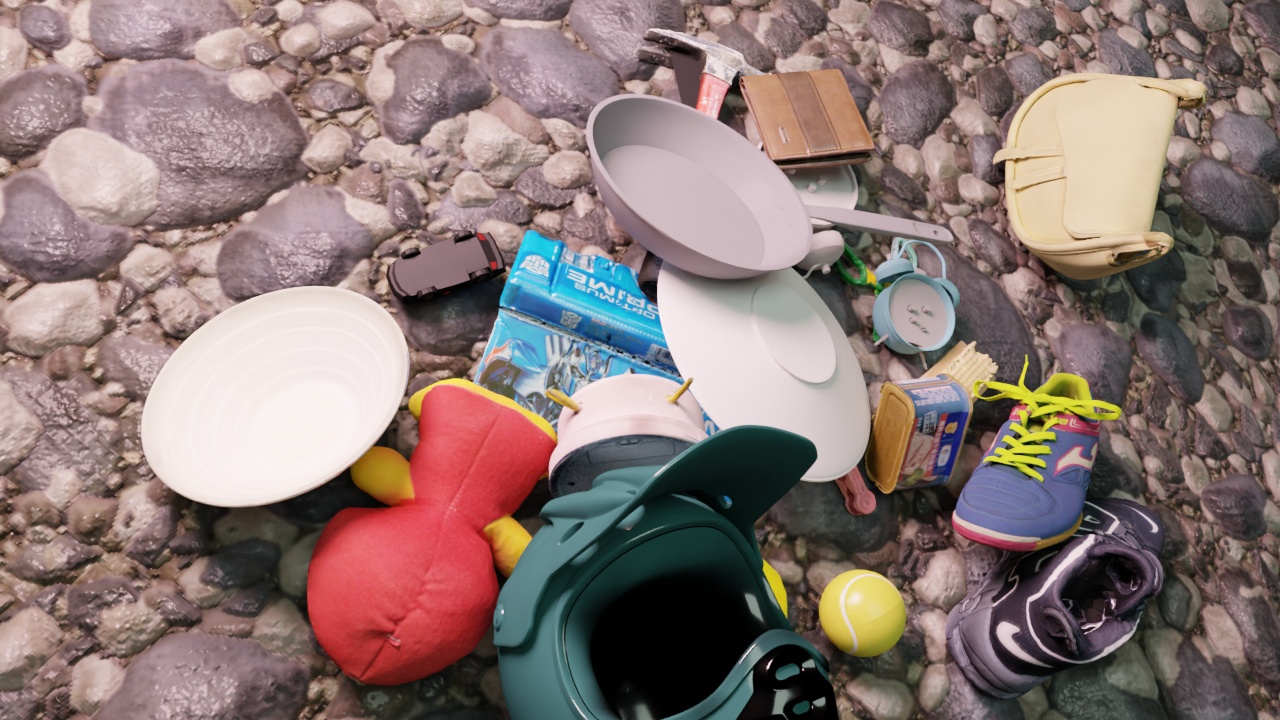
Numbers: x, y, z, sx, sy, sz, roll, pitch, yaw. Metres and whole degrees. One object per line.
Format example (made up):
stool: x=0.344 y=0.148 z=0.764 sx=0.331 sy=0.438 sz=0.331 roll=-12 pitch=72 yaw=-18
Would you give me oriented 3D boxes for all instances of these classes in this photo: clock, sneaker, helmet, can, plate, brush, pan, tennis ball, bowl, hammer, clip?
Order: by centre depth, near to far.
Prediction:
helmet: x=0.013 y=0.157 z=0.550 sx=0.176 sy=0.276 sz=0.200 roll=-8 pitch=68 yaw=-31
bowl: x=-0.237 y=0.034 z=0.624 sx=0.177 sy=0.058 sz=0.176 roll=-3 pitch=53 yaw=4
clock: x=-0.003 y=0.074 z=0.652 sx=0.117 sy=0.158 sz=0.058 roll=-7 pitch=51 yaw=3
tennis ball: x=0.171 y=0.195 z=0.709 sx=0.065 sy=0.065 sz=0.065 roll=8 pitch=64 yaw=-16
plate: x=0.113 y=-0.015 z=0.729 sx=0.229 sy=0.030 sz=0.228 roll=24 pitch=48 yaw=-29
sneaker: x=0.373 y=0.169 z=0.744 sx=0.251 sy=0.151 sz=0.097 roll=-28 pitch=78 yaw=-29
pan: x=0.114 y=-0.125 z=0.761 sx=0.356 sy=0.051 sz=0.200 roll=10 pitch=46 yaw=-27
sneaker: x=0.324 y=0.074 z=0.770 sx=0.116 sy=0.091 sz=0.241 roll=16 pitch=28 yaw=32
can: x=0.232 y=0.062 z=0.774 sx=0.059 sy=0.100 sz=0.054 roll=-5 pitch=30 yaw=-20
clip: x=0.175 y=0.104 z=0.781 sx=0.023 sy=0.044 sz=0.060 roll=-25 pitch=106 yaw=-25
hammer: x=0.039 y=-0.184 z=0.827 sx=0.140 sy=0.036 sz=0.325 roll=22 pitch=53 yaw=-9
brush: x=0.284 y=0.026 z=0.841 sx=0.116 sy=0.039 sz=0.049 roll=-36 pitch=81 yaw=-32
clock: x=0.141 y=-0.144 z=0.855 sx=0.120 sy=0.061 sz=0.158 roll=23 pitch=60 yaw=-9
clock: x=0.259 y=-0.059 z=0.858 sx=0.087 sy=0.042 sz=0.123 roll=23 pitch=69 yaw=-14

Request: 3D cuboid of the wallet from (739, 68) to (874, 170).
wallet: x=0.153 y=-0.226 z=0.851 sx=0.098 sy=0.027 sz=0.121 roll=-6 pitch=57 yaw=-9

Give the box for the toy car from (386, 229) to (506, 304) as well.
toy car: x=-0.155 y=-0.072 z=0.732 sx=0.091 sy=0.036 sz=0.042 roll=-21 pitch=77 yaw=-16

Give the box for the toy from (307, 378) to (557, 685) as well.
toy: x=-0.139 y=0.113 z=0.623 sx=0.147 sy=0.099 sz=0.215 roll=23 pitch=56 yaw=0

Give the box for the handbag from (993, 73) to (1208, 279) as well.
handbag: x=0.457 y=-0.192 z=0.931 sx=0.088 sy=0.191 sz=0.232 roll=28 pitch=72 yaw=-25

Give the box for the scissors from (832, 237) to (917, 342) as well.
scissors: x=0.239 y=-0.074 z=0.887 sx=0.125 sy=0.011 sz=0.129 roll=45 pitch=61 yaw=-2

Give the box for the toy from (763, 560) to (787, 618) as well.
toy: x=0.070 y=0.183 z=0.694 sx=0.094 sy=0.041 sz=0.095 roll=-16 pitch=72 yaw=-30

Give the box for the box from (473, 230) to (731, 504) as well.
box: x=0.001 y=-0.002 z=0.738 sx=0.243 sy=0.070 sz=0.170 roll=21 pitch=62 yaw=-9
